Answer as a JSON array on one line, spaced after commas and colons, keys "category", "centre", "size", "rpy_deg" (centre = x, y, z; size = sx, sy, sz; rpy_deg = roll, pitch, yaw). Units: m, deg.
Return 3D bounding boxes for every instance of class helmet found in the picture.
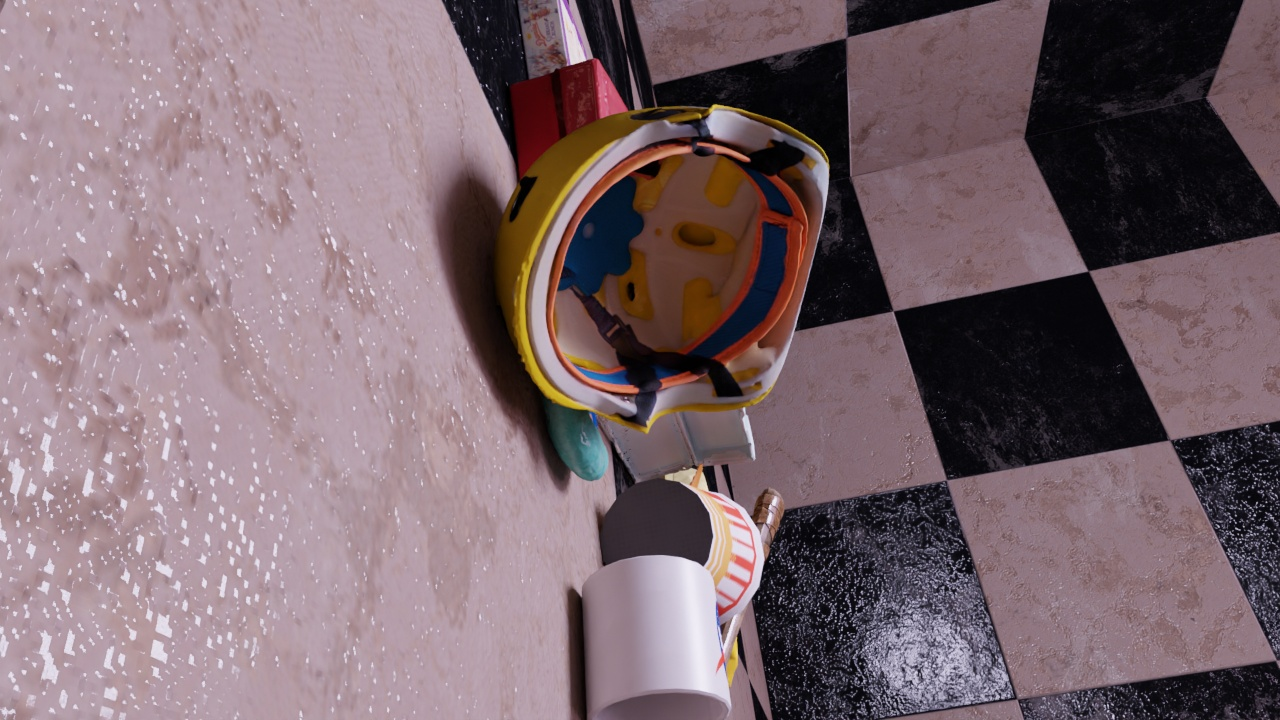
[{"category": "helmet", "centre": [-0.005, -0.072, 0.606], "size": [0.140, 0.239, 0.209], "rpy_deg": [36, -57, 48]}]

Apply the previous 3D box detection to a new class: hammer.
[{"category": "hammer", "centre": [0.093, 0.257, 0.922], "size": [0.317, 0.049, 0.121], "rpy_deg": [-62, 141, -42]}]

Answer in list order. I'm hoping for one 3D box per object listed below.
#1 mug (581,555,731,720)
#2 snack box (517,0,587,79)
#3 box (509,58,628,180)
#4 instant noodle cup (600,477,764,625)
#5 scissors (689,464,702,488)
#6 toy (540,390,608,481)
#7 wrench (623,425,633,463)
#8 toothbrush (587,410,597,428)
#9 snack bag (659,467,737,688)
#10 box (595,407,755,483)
[{"category": "mug", "centre": [0.002, 0.200, 0.615], "size": [0.122, 0.091, 0.090], "rpy_deg": [121, -27, -44]}, {"category": "snack box", "centre": [-0.078, -0.283, 0.908], "size": [0.143, 0.040, 0.148], "rpy_deg": [58, 22, -72]}, {"category": "box", "centre": [-0.049, -0.145, 0.758], "size": [0.129, 0.093, 0.157], "rpy_deg": [56, 27, -67]}, {"category": "instant noodle cup", "centre": [0.031, 0.159, 0.776], "size": [0.121, 0.123, 0.123], "rpy_deg": [47, 32, -63]}, {"category": "scissors", "centre": [0.048, 0.165, 0.949], "size": [0.011, 0.128, 0.125], "rpy_deg": [32, -74, 51]}, {"category": "toy", "centre": [-0.048, 0.045, 0.651], "size": [0.105, 0.033, 0.085], "rpy_deg": [68, 2, -46]}, {"category": "wrench", "centre": [-0.024, 0.044, 0.891], "size": [0.273, 0.018, 0.083], "rpy_deg": [61, 19, -69]}, {"category": "toothbrush", "centre": [-0.048, 0.019, 0.743], "size": [0.021, 0.017, 0.135], "rpy_deg": [-77, 154, -67]}, {"category": "snack bag", "centre": [0.066, 0.251, 1.077], "size": [0.159, 0.068, 0.247], "rpy_deg": [-87, 164, -68]}, {"category": "box", "centre": [0.039, 0.064, 0.888], "size": [0.197, 0.135, 0.040], "rpy_deg": [67, 15, -59]}]
